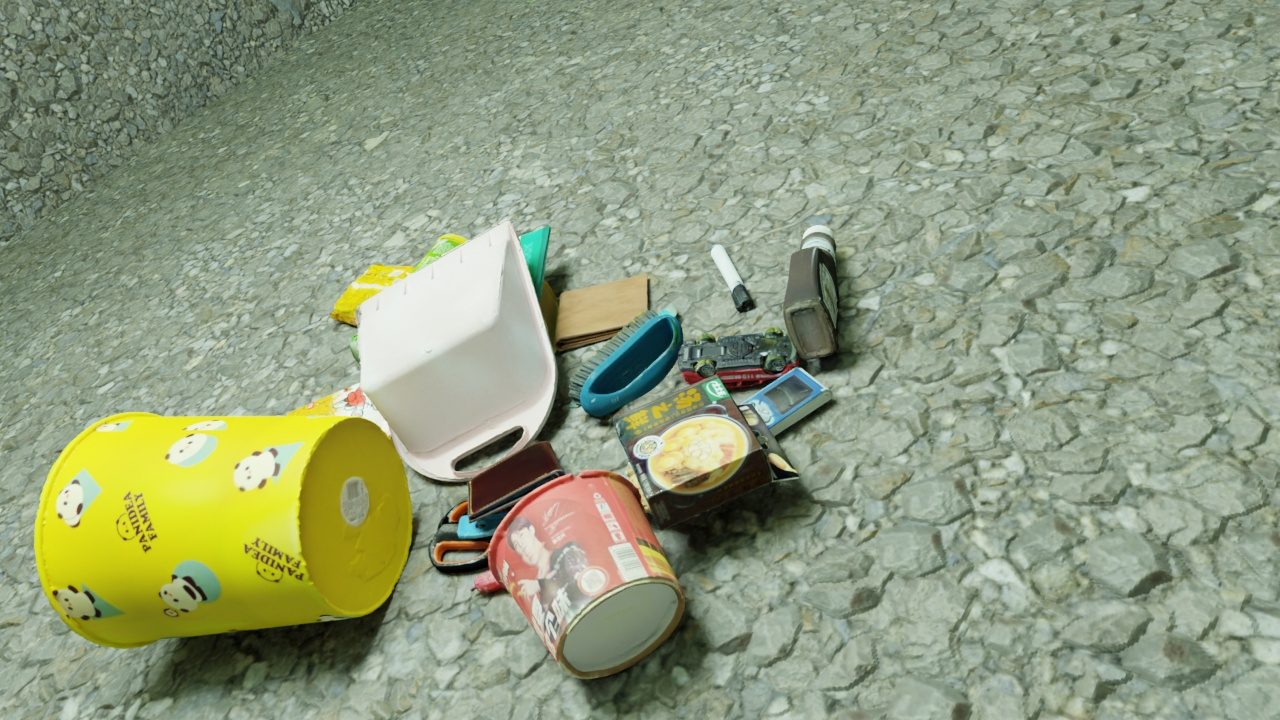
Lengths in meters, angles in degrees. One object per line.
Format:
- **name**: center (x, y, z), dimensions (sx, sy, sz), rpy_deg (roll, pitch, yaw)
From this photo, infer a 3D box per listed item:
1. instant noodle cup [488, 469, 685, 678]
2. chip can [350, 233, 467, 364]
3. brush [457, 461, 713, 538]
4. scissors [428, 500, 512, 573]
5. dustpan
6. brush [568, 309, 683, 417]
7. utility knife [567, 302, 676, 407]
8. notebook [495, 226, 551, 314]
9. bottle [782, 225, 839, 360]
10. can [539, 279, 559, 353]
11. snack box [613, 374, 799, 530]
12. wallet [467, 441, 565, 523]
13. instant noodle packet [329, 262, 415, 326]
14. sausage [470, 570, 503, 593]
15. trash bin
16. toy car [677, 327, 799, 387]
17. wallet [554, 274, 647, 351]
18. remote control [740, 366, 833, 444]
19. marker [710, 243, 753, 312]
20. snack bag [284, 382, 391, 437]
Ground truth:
- **instant noodle cup**: center (-0.038, 0.172, 0.720), dimensions (0.138, 0.138, 0.108), rpy_deg (-31, 45, -8)
- **chip can**: center (-0.293, -0.073, 1.207), dimensions (0.073, 0.072, 0.220), rpy_deg (2, 45, 32)
- **brush**: center (-0.047, 0.127, 0.836), dimensions (0.255, 0.046, 0.083), rpy_deg (-15, 36, 10)
- **scissors**: center (-0.095, 0.150, 0.865), dimensions (0.235, 0.022, 0.124), rpy_deg (-18, 37, 10)
- **dustpan**: center (-0.202, -0.002, 1.026), dimensions (0.223, 0.139, 0.273), rpy_deg (-27, 33, 11)
- **brush**: center (-0.006, 0.006, 0.959), dimensions (0.143, 0.055, 0.073), rpy_deg (-43, 40, -22)
- **utility knife**: center (-0.017, -0.005, 1.015), dimensions (0.171, 0.013, 0.029), rpy_deg (-43, 38, -17)
- **notebook**: center (-0.184, -0.082, 1.115), dimensions (0.150, 0.012, 0.208), rpy_deg (-18, 38, 16)
- **bottle**: center (0.178, -0.081, 0.937), dimensions (0.044, 0.080, 0.194), rpy_deg (-14, 30, 22)
- **can**: center (-0.146, -0.042, 1.099), dimensions (0.083, 0.057, 0.101), rpy_deg (-17, 38, 14)
- **snack box**: center (0.053, 0.074, 0.785), dimensions (0.125, 0.053, 0.113), rpy_deg (-24, 36, -3)
- **wallet**: center (-0.123, 0.115, 0.881), dimensions (0.096, 0.020, 0.122), rpy_deg (-28, 11, -6)
- **instant noodle packet**: center (-0.367, -0.089, 1.293), dimensions (0.129, 0.044, 0.110), rpy_deg (11, 57, 43)
- **sausage**: center (-0.085, 0.180, 0.818), dimensions (0.156, 0.020, 0.020), rpy_deg (-23, 37, 13)
- **trash bin**: center (-0.376, 0.154, 0.871), dimensions (0.256, 0.230, 0.229), rpy_deg (-6, 41, 16)
- **toy car**: center (0.098, 0.000, 0.914), dimensions (0.121, 0.045, 0.052), rpy_deg (-6, 42, 13)
- **wallet**: center (-0.045, -0.060, 1.092), dimensions (0.115, 0.020, 0.101), rpy_deg (-13, 38, 11)
- **remote control**: center (0.116, 0.053, 0.857), dimensions (0.125, 0.024, 0.049), rpy_deg (-33, 37, -8)
- **marker**: center (0.102, -0.096, 1.051), dimensions (0.023, 0.018, 0.130), rpy_deg (-31, 36, 8)
- **snack bag**: center (-0.302, 0.055, 1.078), dimensions (0.207, 0.073, 0.128), rpy_deg (-26, 36, -12)
